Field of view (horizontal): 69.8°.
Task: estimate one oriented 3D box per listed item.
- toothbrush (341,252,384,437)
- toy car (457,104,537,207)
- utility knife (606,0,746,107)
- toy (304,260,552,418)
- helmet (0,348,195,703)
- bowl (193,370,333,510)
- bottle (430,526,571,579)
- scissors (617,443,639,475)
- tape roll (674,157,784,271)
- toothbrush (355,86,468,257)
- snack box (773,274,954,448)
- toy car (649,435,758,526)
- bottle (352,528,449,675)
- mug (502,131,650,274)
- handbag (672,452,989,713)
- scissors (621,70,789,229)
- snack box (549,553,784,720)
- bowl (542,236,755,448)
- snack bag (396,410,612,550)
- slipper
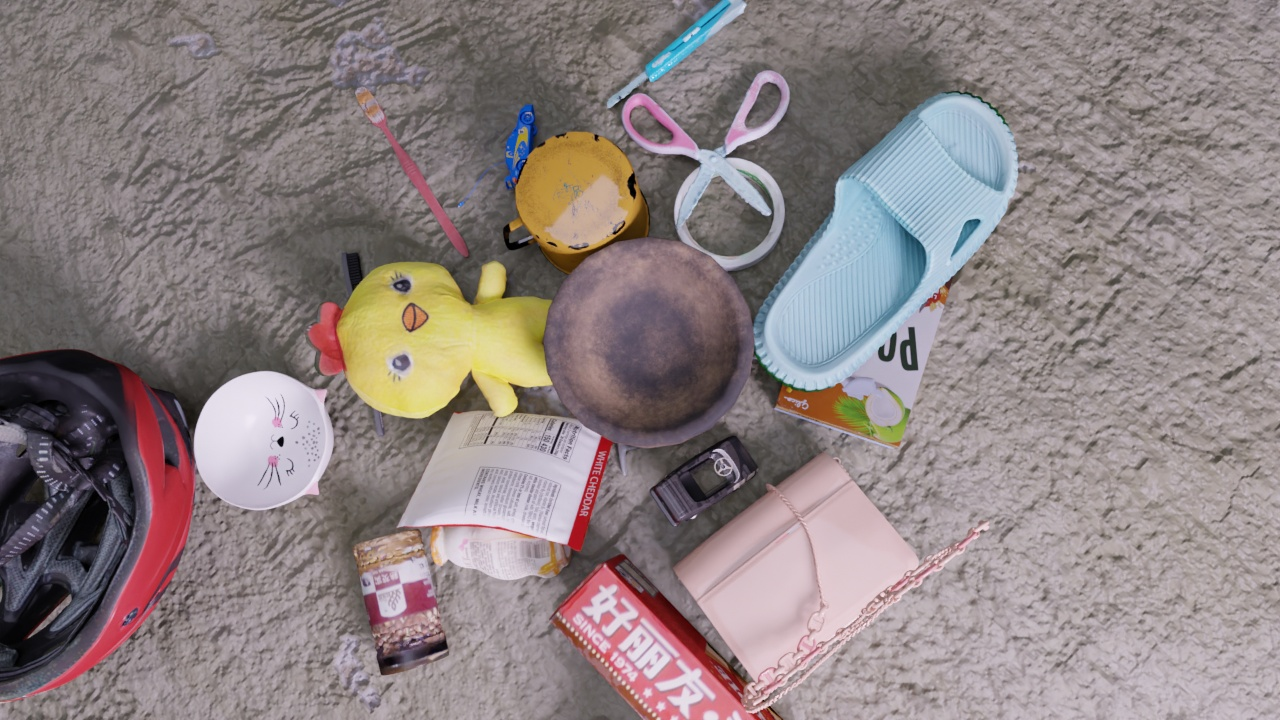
[{"bbox_3d":[-0.240,-0.015,0.798,0.013,0.013,0.167,-11,81,-4],"label":"toothbrush"},{"bbox_3d":[-0.123,-0.176,0.795,0.062,0.033,0.092,3,83,-1],"label":"toy car"},{"bbox_3d":[0.030,-0.267,0.803,0.149,0.015,0.022,-40,64,1],"label":"utility knife"},{"bbox_3d":[-0.160,-0.016,0.755,0.207,0.092,0.133,-2,71,-4],"label":"toy"},{"bbox_3d":[-0.464,0.128,0.724,0.217,0.167,0.272,18,84,8],"label":"helmet"},{"bbox_3d":[-0.309,0.068,0.775,0.115,0.050,0.114,-1,82,6],"label":"bowl"},{"bbox_3d":[-0.112,0.144,0.738,0.109,0.063,0.063,-3,82,5],"label":"bottle"},{"bbox_3d":[0.014,0.013,0.768,0.160,0.014,0.120,-31,79,4],"label":"scissors"},{"bbox_3d":[0.075,-0.124,0.777,0.094,0.018,0.093,-1,83,6],"label":"tape roll"},{"bbox_3d":[-0.202,-0.167,0.814,0.015,0.016,0.184,-33,82,-6],"label":"toothbrush"},{"bbox_3d":[0.186,-0.033,0.746,0.101,0.031,0.186,18,85,8],"label":"snack box"},{"bbox_3d":[0.053,0.094,0.727,0.092,0.037,0.040,-28,77,-32],"label":"toy car"},{"bbox_3d":[-0.194,0.194,0.743,0.056,0.056,0.105,-16,81,3],"label":"bottle"},{"bbox_3d":[-0.058,-0.122,0.752,0.124,0.094,0.100,-22,81,3],"label":"mug"},{"bbox_3d":[0.120,0.136,0.652,0.198,0.187,0.116,-37,74,-4],"label":"handbag"},{"bbox_3d":[0.066,-0.188,0.775,0.174,0.013,0.170,-38,66,-8],"label":"scissors"},{"bbox_3d":[0.042,0.250,0.682,0.236,0.113,0.060,44,88,9],"label":"snack box"},{"bbox_3d":[0.008,-0.011,0.727,0.162,0.070,0.162,-1,84,5],"label":"bowl"},{"bbox_3d":[-0.102,0.088,0.725,0.144,0.039,0.130,4,41,11],"label":"snack bag"},{"bbox_3d":[0.191,-0.093,0.703,0.116,0.069,0.276,40,89,6],"label":"slipper"}]
